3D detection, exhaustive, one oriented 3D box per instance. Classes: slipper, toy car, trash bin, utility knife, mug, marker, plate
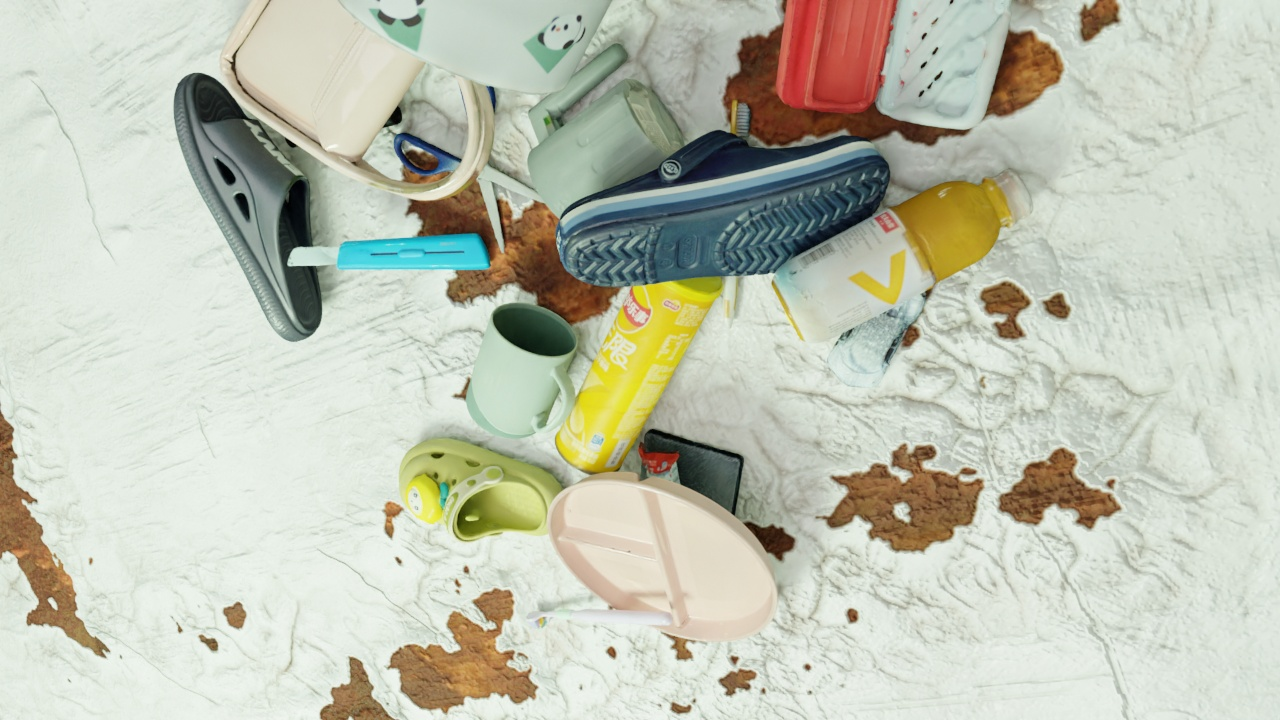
[{"bbox_3d":[-0.354,-0.150,0.892,0.083,0.110,0.268,-14,111,6],"label":"slipper"},{"bbox_3d":[0.188,-0.022,0.740,0.049,0.031,0.106,28,119,12],"label":"toy car"},{"bbox_3d":[-0.084,-0.337,0.618,0.229,0.228,0.253,33,120,8],"label":"trash bin"},{"bbox_3d":[-0.237,-0.099,0.863,0.191,0.018,0.034,-2,105,2],"label":"utility knife"},{"bbox_3d":[-0.171,0.138,0.931,0.191,0.081,0.092,9,111,17],"label":"slipper"},{"bbox_3d":[-0.034,-0.184,0.751,0.104,0.083,0.124,-30,71,29],"label":"mug"},{"bbox_3d":[-0.283,-0.223,0.870,0.132,0.020,0.022,-4,89,26],"label":"marker"},{"bbox_3d":[-0.104,0.021,0.845,0.112,0.082,0.107,42,125,28],"label":"mug"},{"bbox_3d":[0.059,-0.121,0.706,0.253,0.105,0.095,-13,65,0],"label":"slipper"},{"bbox_3d":[0.020,0.184,0.858,0.230,0.028,0.230,17,136,16],"label":"plate"}]

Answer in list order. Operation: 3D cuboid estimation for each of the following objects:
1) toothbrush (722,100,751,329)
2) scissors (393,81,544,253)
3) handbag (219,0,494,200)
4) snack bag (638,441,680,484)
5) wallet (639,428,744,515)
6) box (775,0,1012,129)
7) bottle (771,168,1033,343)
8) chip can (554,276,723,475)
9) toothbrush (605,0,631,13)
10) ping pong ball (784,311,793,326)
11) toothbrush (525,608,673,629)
[{"bbox_3d":[0.079,-0.116,0.759,0.018,0.016,0.191,5,111,12],"label":"toothbrush"},{"bbox_3d":[-0.153,-0.183,0.834,0.162,0.012,0.176,6,114,20],"label":"scissors"},{"bbox_3d":[-0.226,-0.241,0.790,0.234,0.093,0.194,45,117,2],"label":"handbag"},{"bbox_3d":[0.023,0.125,0.854,0.045,0.026,0.105,0,110,26],"label":"snack bag"},{"bbox_3d":[0.043,0.131,0.871,0.097,0.019,0.121,14,114,19],"label":"wallet"},{"bbox_3d":[0.182,-0.270,0.636,0.161,0.060,0.201,10,113,7],"label":"box"},{"bbox_3d":[0.192,-0.080,0.679,0.190,0.068,0.068,-28,98,11],"label":"bottle"},{"bbox_3d":[-0.005,0.005,0.811,0.072,0.071,0.214,32,120,9],"label":"chip can"},{"bbox_3d":[0.053,-0.312,0.686,0.221,0.026,0.026,-15,112,27],"label":"toothbrush"},{"bbox_3d":[0.138,-0.043,0.747,0.040,0.040,0.040,8,113,20],"label":"ping pong ball"},{"bbox_3d":[-0.044,0.265,0.939,0.190,0.029,0.021,-13,67,38],"label":"toothbrush"}]
